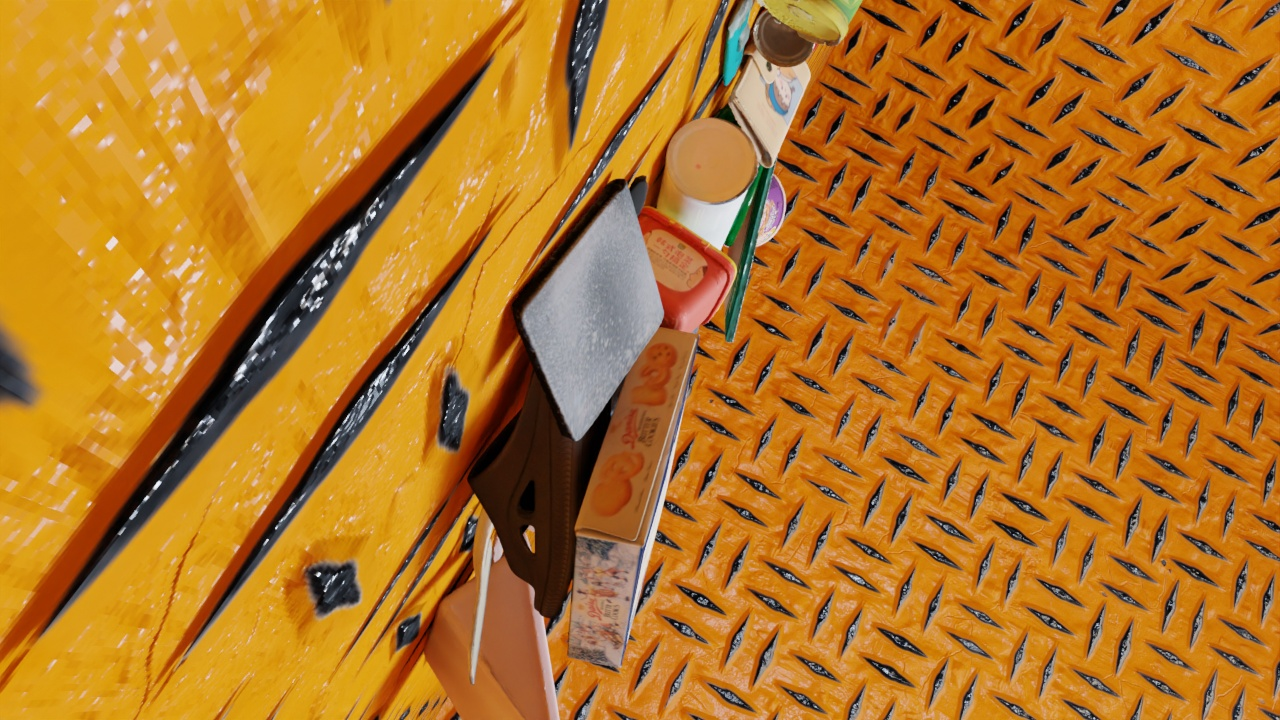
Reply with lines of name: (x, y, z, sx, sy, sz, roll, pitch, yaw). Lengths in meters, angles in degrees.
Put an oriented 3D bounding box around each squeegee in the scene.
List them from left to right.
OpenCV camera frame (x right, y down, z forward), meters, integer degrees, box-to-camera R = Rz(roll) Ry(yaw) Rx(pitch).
squeegee: (-0.103, 0.100, 0.773, 0.246, 0.039, 0.247, -117, -129, -77)

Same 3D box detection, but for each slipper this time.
slipper: (-0.067, 0.053, 0.625, 0.110, 0.083, 0.269, -65, 165, -58)

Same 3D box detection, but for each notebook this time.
notebook: (0.112, -0.143, 0.949, 0.150, 0.012, 0.210, -84, -177, -55)

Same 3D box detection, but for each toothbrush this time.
toothbrush: (-0.034, -0.054, 0.645, 0.016, 0.014, 0.190, -92, -157, -45)

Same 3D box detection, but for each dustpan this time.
dustpan: (-0.125, 0.311, 0.971, 0.138, 0.273, 0.223, -27, 162, -34)

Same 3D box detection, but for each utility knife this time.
utility knife: (0.071, -0.229, 0.671, 0.029, 0.013, 0.161, -58, 178, 3)

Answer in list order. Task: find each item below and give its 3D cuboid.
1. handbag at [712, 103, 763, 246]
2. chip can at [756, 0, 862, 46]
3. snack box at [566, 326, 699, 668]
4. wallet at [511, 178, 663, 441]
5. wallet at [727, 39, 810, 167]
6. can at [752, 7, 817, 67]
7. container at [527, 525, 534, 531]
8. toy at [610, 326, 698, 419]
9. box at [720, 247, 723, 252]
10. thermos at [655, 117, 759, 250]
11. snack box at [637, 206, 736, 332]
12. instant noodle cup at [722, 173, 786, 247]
handbag: (0.082, -0.179, 0.873, 0.131, 0.068, 0.120, 101, 14, -81)
chip can: (0.167, -0.339, 0.648, 0.221, 0.072, 0.072, -60, 178, 6)
snack box: (-0.006, 0.098, 0.657, 0.183, 0.046, 0.177, 97, 8, -48)
wallet: (-0.026, -0.029, 0.513, 0.120, 0.019, 0.097, -58, 143, -38)
wallet: (0.111, -0.239, 0.798, 0.087, 0.024, 0.115, 53, 53, -41)
can: (0.143, -0.305, 0.781, 0.132, 0.053, 0.053, -58, 177, -38)
container: (-0.077, 0.133, 0.933, 0.111, 0.090, 0.090, 93, 6, -80)
toy: (-0.005, 0.005, 0.872, 0.355, 0.091, 0.138, -62, 179, -42)
box: (0.026, -0.092, 1.096, 0.202, 0.091, 0.094, 115, -38, -63)
thermos: (0.041, -0.120, 0.765, 0.073, 0.073, 0.224, -59, 177, -13)
snack box: (0.013, -0.057, 0.688, 0.079, 0.091, 0.082, -49, 170, -39)
instant noodle cup: (0.112, -0.184, 1.108, 0.112, 0.111, 0.099, -61, 170, 21)
